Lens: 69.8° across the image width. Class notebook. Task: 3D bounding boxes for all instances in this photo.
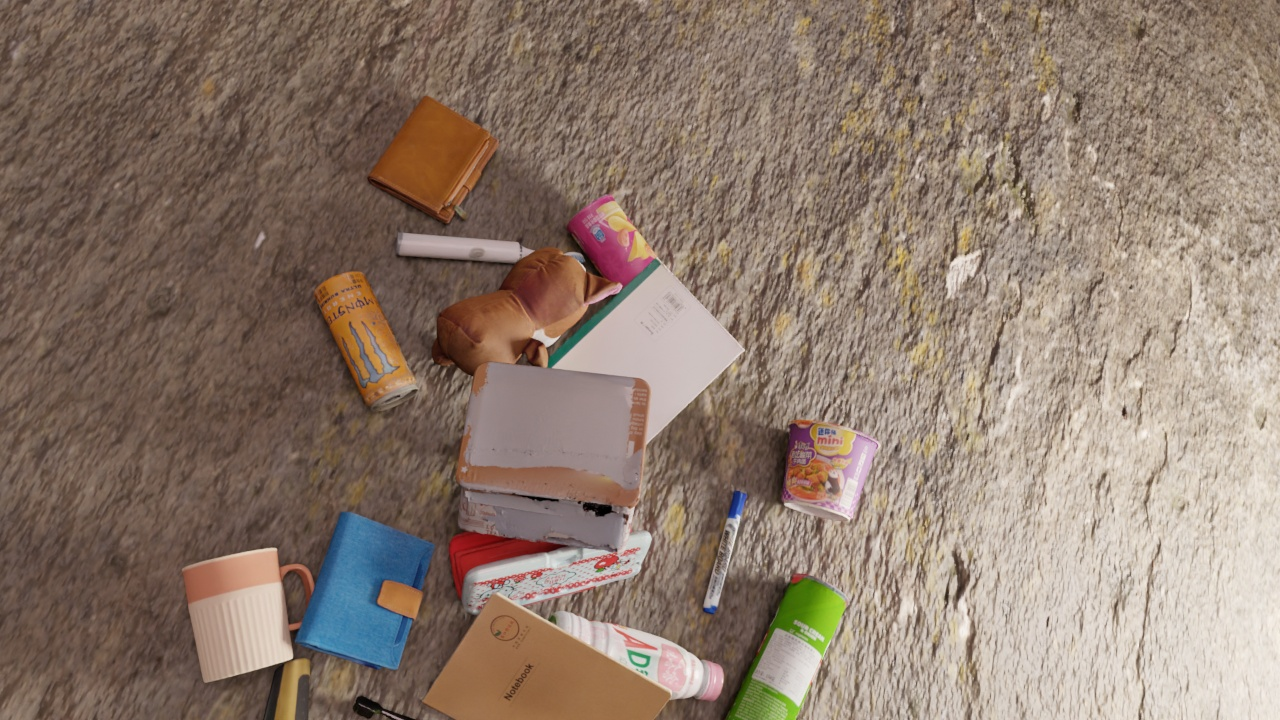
[{"bbox_3d":[-0.006,0.006,1.051,0.209,0.012,0.150,-43,90,0],"label":"notebook"},{"bbox_3d":[-0.094,0.337,0.918,0.207,0.008,0.148,32,103,-7],"label":"notebook"}]

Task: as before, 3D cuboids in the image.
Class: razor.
[{"bbox_3d":[-0.329,0.365,0.853,0.068,0.062,0.167,-6,67,12],"label":"razor"}]

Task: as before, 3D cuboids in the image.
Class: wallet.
[{"bbox_3d":[-0.236,-0.235,1.084,0.119,0.035,0.130,30,67,-8],"label":"wallet"},{"bbox_3d":[-0.268,0.227,0.904,0.106,0.040,0.132,30,58,-30],"label":"wallet"}]

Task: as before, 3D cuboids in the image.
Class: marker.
[{"bbox_3d":[0.098,0.221,1.063,0.017,0.017,0.145,23,67,-11],"label":"marker"}]

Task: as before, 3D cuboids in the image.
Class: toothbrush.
[{"bbox_3d":[-0.186,0.381,0.911,0.212,0.027,0.026,26,22,-8],"label":"toothbrush"},{"bbox_3d":[-0.173,-0.128,1.077,0.220,0.027,0.026,3,39,-18],"label":"toothbrush"}]

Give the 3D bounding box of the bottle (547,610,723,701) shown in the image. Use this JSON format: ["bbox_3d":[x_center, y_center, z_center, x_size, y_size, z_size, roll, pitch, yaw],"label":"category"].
[{"bbox_3d":[-0.008,0.320,0.970,0.197,0.068,0.068,20,68,-16],"label":"bottle"}]

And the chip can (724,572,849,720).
[{"bbox_3d":[0.151,0.352,1.008,0.072,0.072,0.235,35,65,-6],"label":"chip can"}]

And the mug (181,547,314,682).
[{"bbox_3d":[-0.365,0.237,0.871,0.114,0.082,0.106,-4,75,-45],"label":"mug"}]

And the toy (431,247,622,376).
[{"bbox_3d":[-0.128,-0.047,1.017,0.140,0.131,0.199,34,67,26],"label":"toy"}]

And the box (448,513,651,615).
[{"bbox_3d":[-0.091,0.203,0.959,0.201,0.100,0.095,-9,77,-22],"label":"box"}]

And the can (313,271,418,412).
[{"bbox_3d":[-0.294,-0.021,0.983,0.058,0.058,0.146,-25,82,-24],"label":"can"}]

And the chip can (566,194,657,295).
[{"bbox_3d":[-0.001,-0.096,1.100,0.071,0.072,0.210,-35,86,-25],"label":"chip can"}]

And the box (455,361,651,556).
[{"bbox_3d":[-0.086,0.085,0.917,0.182,0.169,0.150,10,27,-3],"label":"box"}]

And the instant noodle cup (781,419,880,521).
[{"bbox_3d":[0.218,0.133,1.089,0.111,0.112,0.099,19,77,-12],"label":"instant noodle cup"}]
